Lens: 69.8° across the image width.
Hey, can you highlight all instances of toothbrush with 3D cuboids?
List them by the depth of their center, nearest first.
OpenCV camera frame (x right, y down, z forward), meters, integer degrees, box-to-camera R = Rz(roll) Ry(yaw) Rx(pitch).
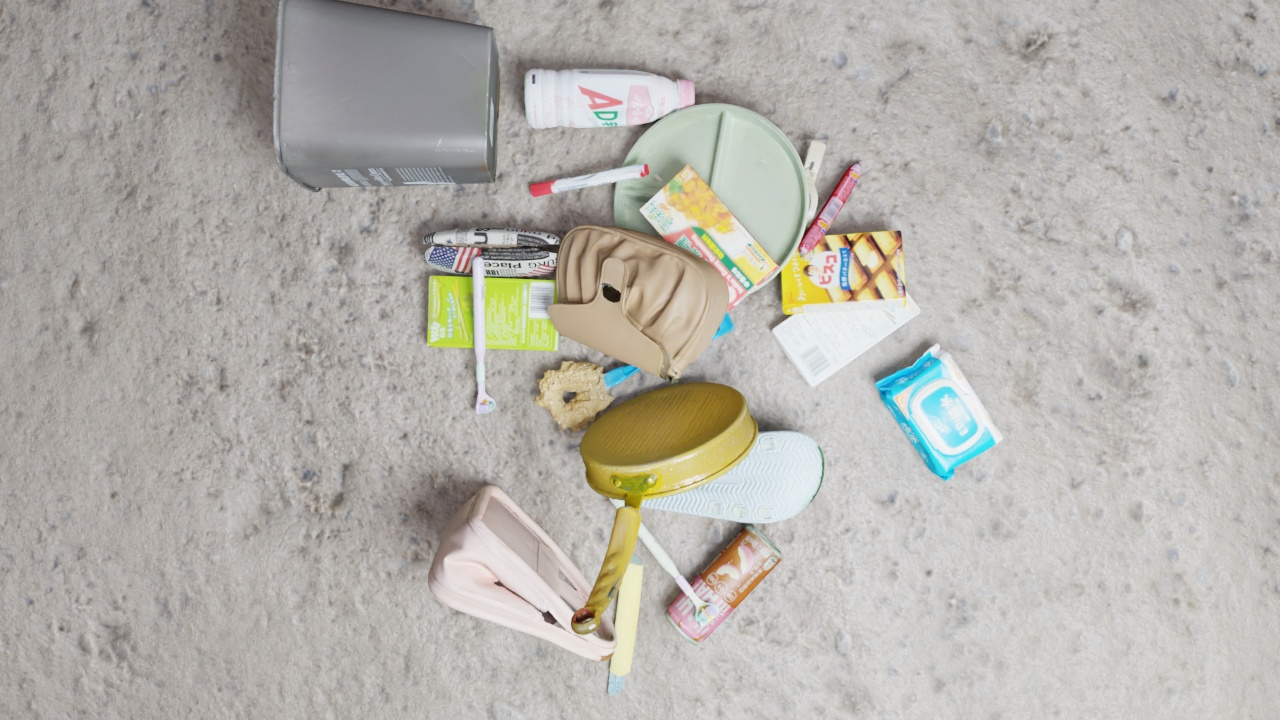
[{"bbox_3d":[0.022,0.225,1.066,0.029,0.020,0.189,-40,67,-1],"label":"toothbrush"},{"bbox_3d":[-0.186,-0.028,1.071,0.021,0.029,0.189,15,114,37],"label":"toothbrush"}]

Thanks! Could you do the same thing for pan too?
[{"bbox_3d":[0.004,0.135,0.949,0.198,0.356,0.078,-7,113,28],"label":"pan"}]

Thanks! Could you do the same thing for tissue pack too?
[{"bbox_3d":[0.347,0.061,1.066,0.090,0.063,0.140,-33,89,1],"label":"tissue pack"}]

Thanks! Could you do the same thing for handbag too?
[{"bbox_3d":[-0.117,0.251,1.025,0.234,0.193,0.093,38,92,-9],"label":"handbag"},{"bbox_3d":[-0.011,-0.070,1.032,0.205,0.099,0.148,23,104,28],"label":"handbag"}]

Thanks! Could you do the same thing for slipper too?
[{"bbox_3d":[0.092,0.133,1.072,0.246,0.074,0.104,-2,91,17],"label":"slipper"}]

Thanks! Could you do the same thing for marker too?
[{"bbox_3d":[-0.061,-0.213,1.084,0.145,0.017,0.017,-8,89,15],"label":"marker"}]

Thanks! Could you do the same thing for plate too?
[{"bbox_3d":[0.081,-0.182,1.071,0.230,0.027,0.230,1,94,14],"label":"plate"}]

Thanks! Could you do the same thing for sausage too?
[{"bbox_3d":[0.223,-0.177,1.070,0.020,0.020,0.155,34,70,1],"label":"sausage"}]

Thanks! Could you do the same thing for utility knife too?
[{"bbox_3d":[-0.020,0.316,1.097,0.031,0.019,0.176,7,86,6],"label":"utility knife"}]

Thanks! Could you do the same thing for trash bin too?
[{"bbox_3d":[-0.273,-0.287,1.027,0.219,0.199,0.198,3,91,-5],"label":"trash bin"}]

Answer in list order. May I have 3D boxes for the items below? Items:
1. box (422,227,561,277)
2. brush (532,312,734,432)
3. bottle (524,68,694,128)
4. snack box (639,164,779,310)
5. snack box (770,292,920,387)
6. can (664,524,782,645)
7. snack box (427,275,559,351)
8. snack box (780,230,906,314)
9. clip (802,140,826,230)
[{"bbox_3d":[-0.175,-0.119,1.079,0.163,0.075,0.076,3,95,-1],"label":"box"},{"bbox_3d":[-0.007,0.006,1.092,0.254,0.046,0.083,-26,85,-3],"label":"brush"},{"bbox_3d":[-0.036,-0.309,1.077,0.197,0.068,0.068,-1,90,-1],"label":"bottle"},{"bbox_3d":[0.078,-0.140,1.046,0.077,0.027,0.156,-42,83,14],"label":"snack box"},{"bbox_3d":[0.241,-0.046,1.088,0.157,0.027,0.084,-35,88,1],"label":"snack box"},{"bbox_3d":[0.098,0.262,1.075,0.058,0.058,0.147,43,91,1],"label":"can"},{"bbox_3d":[-0.175,-0.056,1.098,0.156,0.026,0.086,2,90,1],"label":"snack box"},{"bbox_3d":[0.233,-0.101,1.062,0.140,0.034,0.086,-3,72,15],"label":"snack box"},{"bbox_3d":[0.194,-0.205,1.093,0.034,0.076,0.103,13,80,2],"label":"clip"}]
